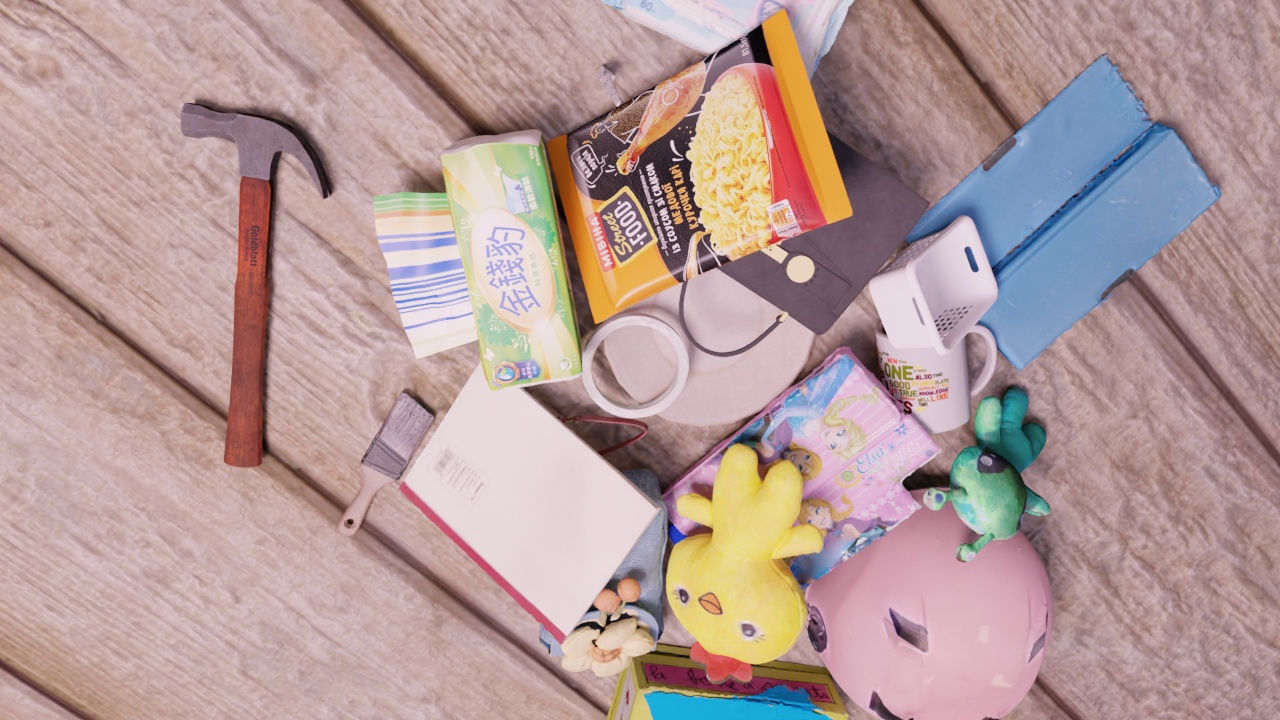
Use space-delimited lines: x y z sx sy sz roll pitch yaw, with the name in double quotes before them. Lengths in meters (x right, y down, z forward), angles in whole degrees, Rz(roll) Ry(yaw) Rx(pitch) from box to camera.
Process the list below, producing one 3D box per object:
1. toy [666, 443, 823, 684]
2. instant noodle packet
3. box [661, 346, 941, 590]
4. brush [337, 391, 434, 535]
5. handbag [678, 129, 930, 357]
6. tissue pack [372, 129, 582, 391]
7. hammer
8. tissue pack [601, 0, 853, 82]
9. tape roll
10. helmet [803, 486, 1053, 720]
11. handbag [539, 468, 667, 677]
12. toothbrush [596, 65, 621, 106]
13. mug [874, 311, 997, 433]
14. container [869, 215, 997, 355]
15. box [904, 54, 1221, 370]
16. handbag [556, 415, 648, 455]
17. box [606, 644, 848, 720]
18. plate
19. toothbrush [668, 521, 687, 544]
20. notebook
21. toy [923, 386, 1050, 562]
"toy" 0.089 0.176 0.793 0.134 0.092 0.208 19 116 31
"instant noodle packet" 0.034 -0.140 0.694 0.221 0.032 0.159 -21 78 28
"box" 0.147 0.116 0.822 0.159 0.035 0.231 46 114 -4
"brush" -0.234 0.097 0.828 0.039 0.012 0.151 30 103 -15
"handbag" 0.099 -0.093 0.751 0.175 0.072 0.196 32 96 -9
"tissue pack" -0.131 -0.077 0.734 0.141 0.120 0.198 -10 102 -2
"hammer" -0.323 -0.050 0.762 0.111 0.028 0.301 8 107 -8
"tissue pack" 0.070 -0.287 0.705 0.182 0.070 0.112 24 104 -12
"tape roll" -0.005 0.005 0.791 0.093 0.013 0.093 -2 108 -6
"helmet" 0.285 0.254 0.871 0.230 0.152 0.256 4 114 -11
"handbag" -0.031 0.196 0.828 0.121 0.118 0.192 3 112 -6
"toothbrush" -0.020 -0.198 0.666 0.010 0.181 0.010 27 108 -17
"mug" 0.267 0.006 0.821 0.105 0.073 0.090 -13 109 -2
"container" 0.243 -0.061 0.765 0.050 0.128 0.081 -13 107 46
"box" 0.372 -0.126 0.812 0.232 0.033 0.174 -44 107 9
"handbag" -0.051 0.069 0.814 0.120 0.029 0.055 -9 112 13
"box" 0.084 0.364 0.919 0.221 0.081 0.124 8 108 -12
"plate" 0.060 -0.035 0.809 0.188 0.027 0.189 -2 108 -6
"toothbrush" 0.072 0.227 0.905 0.016 0.018 0.182 -29 111 3
"notebook" -0.102 0.118 0.792 0.209 0.012 0.153 39 103 18
"toy" 0.315 0.098 0.820 0.073 0.192 0.130 -19 106 46
